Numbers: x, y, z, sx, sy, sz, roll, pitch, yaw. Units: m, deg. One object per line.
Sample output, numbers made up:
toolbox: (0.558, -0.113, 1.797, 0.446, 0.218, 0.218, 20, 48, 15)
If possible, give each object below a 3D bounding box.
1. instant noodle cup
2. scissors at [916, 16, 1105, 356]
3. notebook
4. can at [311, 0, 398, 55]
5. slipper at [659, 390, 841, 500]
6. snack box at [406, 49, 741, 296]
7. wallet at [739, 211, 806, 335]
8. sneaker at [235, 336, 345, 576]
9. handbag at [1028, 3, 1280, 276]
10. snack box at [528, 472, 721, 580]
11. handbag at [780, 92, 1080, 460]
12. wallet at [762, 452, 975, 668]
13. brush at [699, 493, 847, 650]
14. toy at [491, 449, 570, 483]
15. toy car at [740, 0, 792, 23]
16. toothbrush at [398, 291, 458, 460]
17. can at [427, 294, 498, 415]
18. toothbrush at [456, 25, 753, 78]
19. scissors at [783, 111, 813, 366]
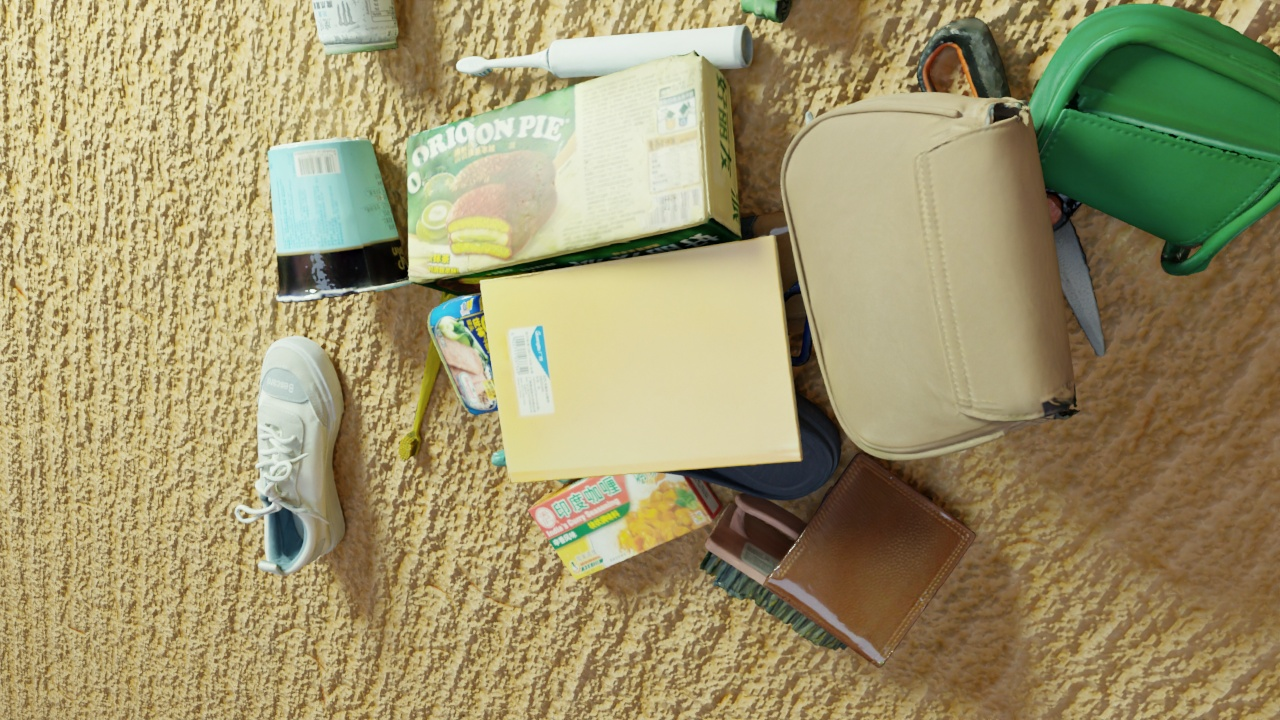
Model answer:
instant noodle cup: (-0.246, -0.115, 0.735, 0.111, 0.111, 0.120, -2, 102, 26)
scissors: (0.245, -0.110, 0.549, 0.221, 0.021, 0.235, 48, 122, 0)
notebook: (-0.004, 0.004, 0.607, 0.206, 0.010, 0.146, -7, 93, 18)
can: (-0.214, -0.299, 0.660, 0.058, 0.058, 0.147, 5, 113, 23)
slipper: (0.021, 0.033, 0.651, 0.268, 0.083, 0.111, 28, 125, -6)
snack box: (-0.052, -0.120, 0.634, 0.241, 0.063, 0.114, -9, 79, 28)
wallet: (0.125, -0.063, 0.621, 0.115, 0.033, 0.090, -8, 107, 24)
sneaker: (-0.339, 0.096, 0.870, 0.089, 0.090, 0.243, 13, 116, 18)
handbag: (0.273, -0.118, 0.490, 0.131, 0.067, 0.120, 27, 130, 5)
snack box: (-0.015, 0.124, 0.769, 0.156, 0.026, 0.077, -30, 96, 32)
handbag: (0.165, -0.049, 0.518, 0.148, 0.099, 0.204, 0, 107, 52)
wallet: (0.163, 0.141, 0.659, 0.101, 0.032, 0.124, 36, 89, 9)
brush: (0.121, 0.163, 0.702, 0.145, 0.063, 0.073, 33, 118, 8)
toy: (-0.073, 0.070, 0.760, 0.096, 0.030, 0.092, 3, 130, -14)
toy car: (0.081, -0.252, 0.552, 0.036, 0.043, 0.091, 14, 116, 20)
toothbrush: (-0.187, 0.013, 0.807, 0.016, 0.016, 0.190, 28, 120, 11)
can: (-0.113, -0.010, 0.739, 0.083, 0.057, 0.102, -13, 106, 31)
toothbrush: (-0.032, -0.209, 0.633, 0.221, 0.026, 0.026, 4, 88, 23)
scissors: (0.132, -0.071, 0.593, 0.140, 0.012, 0.171, 33, 115, 10)
